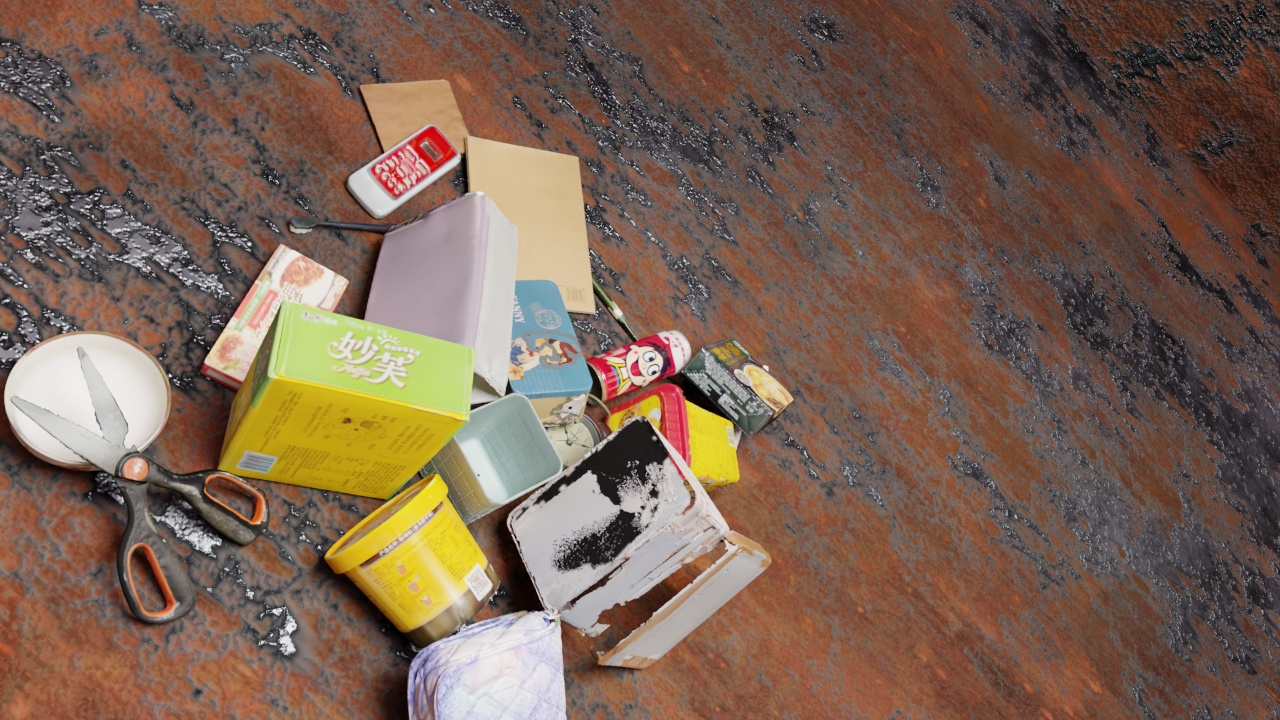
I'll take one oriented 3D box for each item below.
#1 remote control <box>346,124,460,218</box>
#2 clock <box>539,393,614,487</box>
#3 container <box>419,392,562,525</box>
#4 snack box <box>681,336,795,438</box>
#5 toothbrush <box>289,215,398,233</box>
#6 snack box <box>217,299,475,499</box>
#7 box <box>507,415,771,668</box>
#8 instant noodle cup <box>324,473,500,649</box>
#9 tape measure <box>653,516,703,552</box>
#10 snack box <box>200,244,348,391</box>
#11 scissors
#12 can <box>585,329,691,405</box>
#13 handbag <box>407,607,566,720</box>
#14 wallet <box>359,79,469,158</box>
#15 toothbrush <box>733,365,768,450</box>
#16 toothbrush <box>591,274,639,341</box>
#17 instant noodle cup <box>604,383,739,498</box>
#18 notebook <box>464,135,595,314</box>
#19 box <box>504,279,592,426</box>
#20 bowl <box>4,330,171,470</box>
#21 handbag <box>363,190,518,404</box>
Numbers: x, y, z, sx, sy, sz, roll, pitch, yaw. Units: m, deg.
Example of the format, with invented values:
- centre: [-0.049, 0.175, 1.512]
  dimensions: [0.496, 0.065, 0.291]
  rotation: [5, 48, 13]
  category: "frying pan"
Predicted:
- centre: [-0.261, -0.211, 1.020]
  dimensions: [0.056, 0.020, 0.135]
  rotation: [50, 56, -9]
  category: "remote control"
- centre: [-0.076, 0.084, 0.978]
  dimensions: [0.082, 0.055, 0.121]
  rotation: [45, 52, -6]
  category: "clock"
- centre: [-0.150, 0.101, 0.881]
  dimensions: [0.089, 0.112, 0.090]
  rotation: [-24, 81, -41]
  category: "container"
- centre: [0.120, 0.030, 1.099]
  dimensions: [0.113, 0.053, 0.125]
  rotation: [45, 24, 11]
  category: "snack box"
- centre: [-0.284, -0.141, 0.982]
  dimensions: [0.180, 0.018, 0.015]
  rotation: [-3, 62, -38]
  category: "toothbrush"
- centre: [-0.251, 0.044, 0.775]
  dimensions: [0.157, 0.211, 0.070]
  rotation: [15, 56, -28]
  category: "snack box"
- centre: [0.011, 0.192, 0.900]
  dimensions: [0.193, 0.183, 0.156]
  rotation: [49, 5, -47]
  category: "box"
- centre: [-0.194, 0.180, 0.810]
  dimensions: [0.114, 0.119, 0.118]
  rotation: [54, 48, -8]
  category: "instant noodle cup"
- centre: [0.035, 0.189, 0.992]
  dimensions: [0.065, 0.066, 0.033]
  rotation: [-1, 68, -35]
  category: "tape measure"
- centre: [-0.345, -0.034, 0.875]
  dimensions: [0.075, 0.026, 0.152]
  rotation: [30, 52, -18]
  category: "snack box"
- centre: [-0.386, 0.107, 0.714]
  dimensions: [0.221, 0.022, 0.210]
  rotation: [28, 68, -51]
  category: "scissors"
- centre: [-0.006, 0.006, 1.059]
  dimensions: [0.132, 0.053, 0.053]
  rotation: [-21, 79, -33]
  category: "can"
- centre: [-0.122, 0.316, 0.766]
  dimensions: [0.134, 0.076, 0.194]
  rotation: [-6, 98, -38]
  category: "handbag"
- centre: [-0.259, -0.280, 1.071]
  dimensions: [0.115, 0.020, 0.101]
  rotation: [-14, 75, -35]
  category: "wallet"
- centre: [0.130, 0.072, 1.153]
  dimensions: [0.016, 0.016, 0.179]
  rotation: [37, 51, -11]
  category: "toothbrush"
- centre: [-0.033, -0.067, 1.118]
  dimensions: [0.186, 0.012, 0.017]
  rotation: [52, 43, -1]
  category: "toothbrush"
- centre: [0.039, 0.099, 1.021]
  dimensions: [0.123, 0.116, 0.116]
  rotation: [18, 57, -41]
  category: "instant noodle cup"
- centre: [-0.129, -0.159, 1.083]
  dimensions: [0.149, 0.012, 0.211]
  rotation: [4, 70, -31]
  category: "notebook"
- centre: [-0.115, -0.014, 0.965]
  dimensions: [0.089, 0.060, 0.184]
  rotation: [-5, 49, -23]
  category: "box"
- centre: [-0.445, 0.039, 0.742]
  dimensions: [0.113, 0.062, 0.113]
  rotation: [15, 59, -26]
  category: "bowl"
- centre: [-0.201, -0.051, 0.913]
  dimensions: [0.098, 0.145, 0.196]
  rotation: [53, 33, -55]
  category: "handbag"
